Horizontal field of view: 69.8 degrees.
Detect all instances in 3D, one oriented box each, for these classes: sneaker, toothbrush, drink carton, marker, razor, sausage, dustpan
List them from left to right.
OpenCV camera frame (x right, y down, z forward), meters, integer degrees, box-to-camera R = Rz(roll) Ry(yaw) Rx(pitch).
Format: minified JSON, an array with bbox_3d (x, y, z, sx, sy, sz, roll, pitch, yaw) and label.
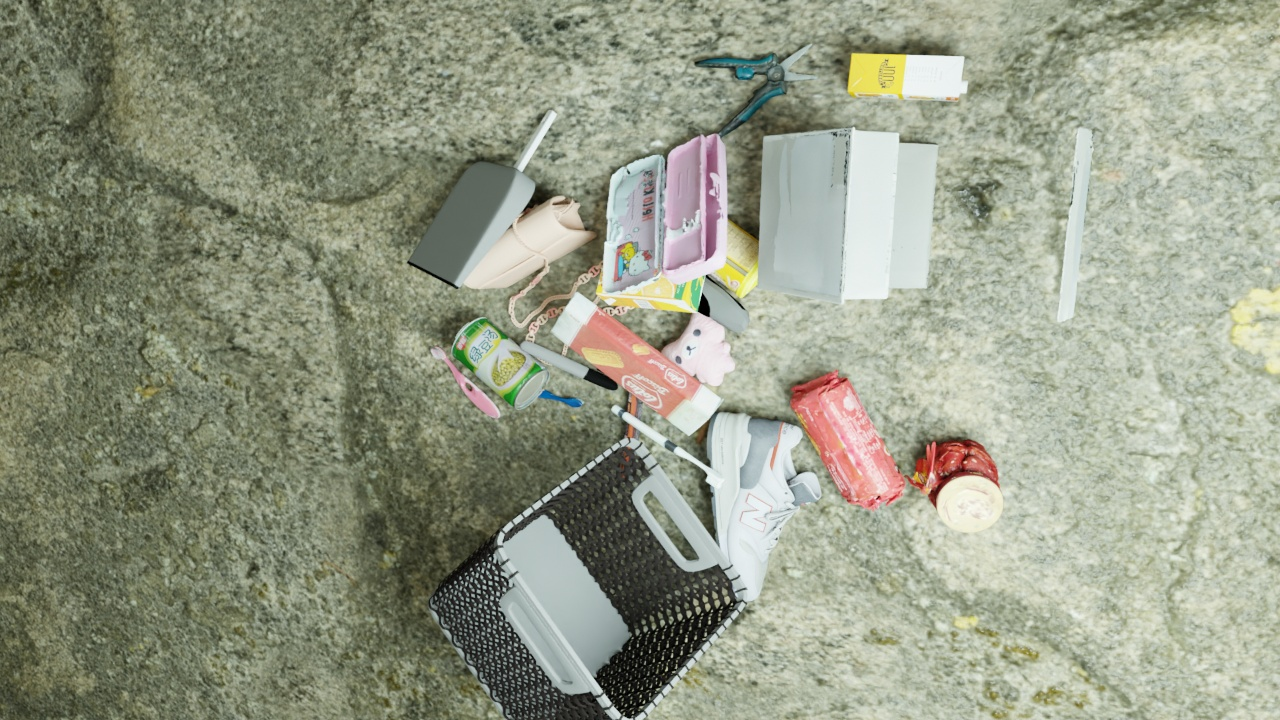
[{"bbox_3d":[-0.242,0.030,1.264,0.135,0.016,0.022,46,110,6],"label":"toothbrush"},{"bbox_3d":[-0.185,-0.209,1.144,0.163,0.033,0.257,26,84,53],"label":"dustpan"},{"bbox_3d":[-0.138,0.044,1.234,0.135,0.017,0.021,12,100,18],"label":"toothbrush"},{"bbox_3d":[-0.091,0.005,1.195,0.138,0.016,0.022,26,84,-4],"label":"marker"},{"bbox_3d":[-0.011,0.090,1.197,0.020,0.020,0.155,11,103,16],"label":"sausage"},{"bbox_3d":[0.010,-0.095,1.078,0.123,0.041,0.058,7,76,26],"label":"drink carton"},{"bbox_3d":[0.030,0.105,1.142,0.187,0.012,0.017,32,113,33],"label":"toothbrush"},{"bbox_3d":[0.069,-0.079,1.101,0.156,0.060,0.057,26,137,27],"label":"razor"},{"bbox_3d":[0.158,0.176,1.119,0.124,0.088,0.240,-8,94,23],"label":"sneaker"},{"bbox_3d":[0.293,-0.308,1.001,0.123,0.058,0.040,8,102,17],"label":"drink carton"}]

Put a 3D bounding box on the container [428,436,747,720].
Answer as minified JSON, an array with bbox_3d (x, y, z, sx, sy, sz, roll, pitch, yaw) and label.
[{"bbox_3d":[-0.074,0.284,1.103,0.247,0.244,0.244,54,137,3],"label":"container"}]

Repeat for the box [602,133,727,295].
[{"bbox_3d":[0.031,-0.168,1.065,0.154,0.041,0.200,-18,50,29],"label":"box"}]

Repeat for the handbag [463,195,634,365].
[{"bbox_3d":[-0.110,-0.100,1.143,0.199,0.116,0.187,-27,91,21],"label":"handbag"}]

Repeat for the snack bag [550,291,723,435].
[{"bbox_3d":[-0.007,0.007,1.131,0.225,0.041,0.078,38,148,-1],"label":"snack bag"}]

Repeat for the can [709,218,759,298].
[{"bbox_3d":[0.101,-0.129,1.093,0.105,0.067,0.068,37,109,10],"label":"can"}]

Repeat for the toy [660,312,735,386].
[{"bbox_3d":[0.077,-0.011,1.126,0.099,0.052,0.096,-52,55,19],"label":"toy"}]

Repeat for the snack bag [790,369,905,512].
[{"bbox_3d":[0.245,0.098,1.080,0.082,0.082,0.176,-30,89,21],"label":"snack bag"}]

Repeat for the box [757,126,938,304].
[{"bbox_3d":[0.254,-0.167,1.056,0.165,0.444,0.167,7,102,27],"label":"box"}]

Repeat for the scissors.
[{"bbox_3d":[0.130,-0.316,1.075,0.148,0.019,0.118,11,103,15],"label":"scissors"}]

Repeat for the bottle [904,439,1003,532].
[{"bbox_3d":[0.355,0.135,1.035,0.099,0.111,0.099,4,110,10],"label":"bottle"}]

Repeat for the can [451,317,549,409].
[{"bbox_3d":[-0.185,0.003,1.206,0.121,0.067,0.067,39,109,15],"label":"can"}]
